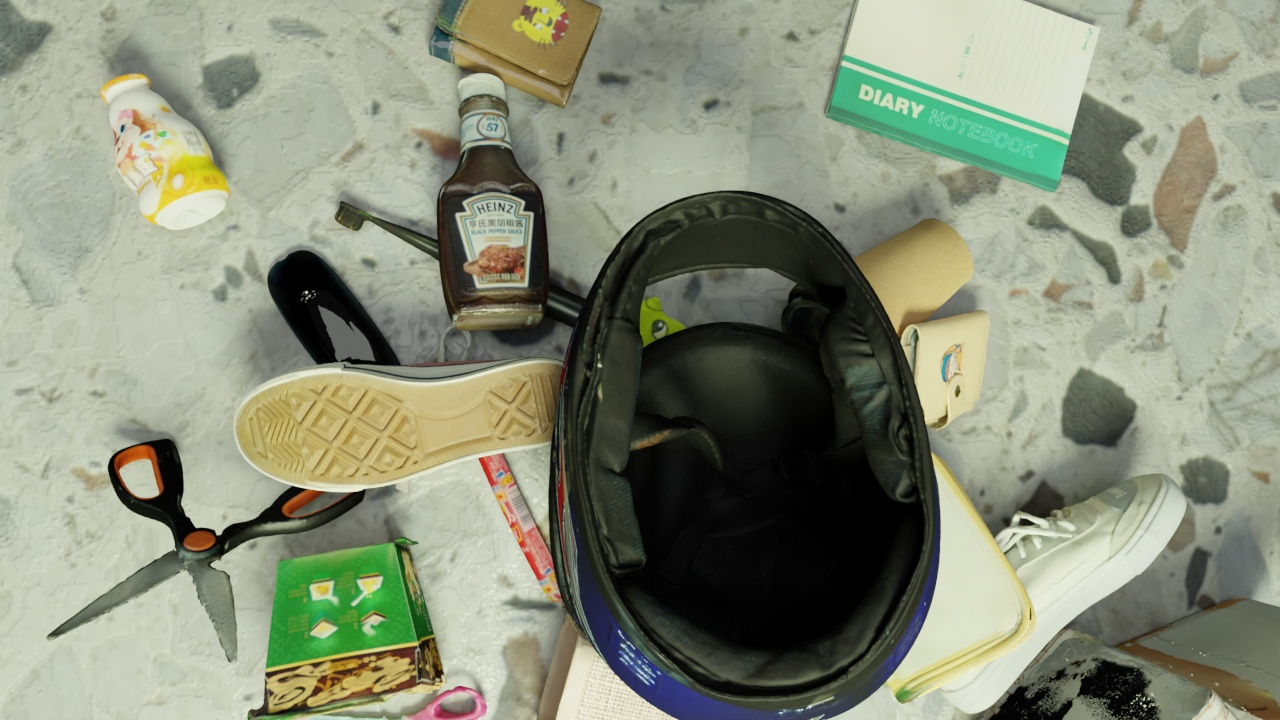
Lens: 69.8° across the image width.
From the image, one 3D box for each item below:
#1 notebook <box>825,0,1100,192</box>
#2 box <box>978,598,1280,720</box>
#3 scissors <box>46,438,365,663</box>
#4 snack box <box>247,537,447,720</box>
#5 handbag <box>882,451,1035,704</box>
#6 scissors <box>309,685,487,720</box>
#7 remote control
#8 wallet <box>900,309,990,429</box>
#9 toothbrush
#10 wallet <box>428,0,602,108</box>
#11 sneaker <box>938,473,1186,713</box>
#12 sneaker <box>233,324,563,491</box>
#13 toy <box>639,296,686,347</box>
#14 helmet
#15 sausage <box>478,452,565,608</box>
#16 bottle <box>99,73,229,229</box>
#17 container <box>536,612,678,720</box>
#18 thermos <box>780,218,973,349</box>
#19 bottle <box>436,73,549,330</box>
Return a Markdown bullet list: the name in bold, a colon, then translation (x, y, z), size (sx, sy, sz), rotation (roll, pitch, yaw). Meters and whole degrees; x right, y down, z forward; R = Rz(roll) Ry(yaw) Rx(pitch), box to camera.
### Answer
- **notebook**: translation (0.270, -0.241, 0.767), size (0.209, 0.012, 0.150), rotation (17, 86, -6)
- **box**: translation (0.397, 0.251, 0.670), size (0.259, 0.179, 0.110), rotation (-42, 92, -6)
- **scissors**: translation (-0.285, 0.114, 0.612), size (0.220, 0.235, 0.022), rotation (-17, 129, -42)
- **snack box**: translation (-0.204, 0.186, 0.644), size (0.117, 0.118, 0.105), rotation (-8, 75, -8)
- **handbag**: translation (0.180, 0.167, 0.686), size (0.179, 0.063, 0.163), rotation (-36, 60, 17)
- **scissors**: translation (-0.180, 0.265, 0.681), size (0.137, 0.017, 0.073), rotation (10, 95, -3)
- **remote control**: translation (-0.229, -0.023, 0.689), size (0.053, 0.024, 0.136), rotation (-37, 91, -7)
- **wallet**: translation (0.236, 0.009, 0.707), size (0.115, 0.024, 0.087), rotation (-12, 108, -46)
- **toothbrush**: translation (-0.132, -0.073, 0.702), size (0.212, 0.026, 0.027), rotation (23, 76, -4)
- **wallet**: translation (-0.097, -0.258, 0.716), size (0.115, 0.033, 0.090), rotation (22, 83, -8)
- **sneaker**: translation (0.305, 0.158, 0.714), size (0.242, 0.089, 0.091), rotation (-42, 88, -1)
- **sneaker**: translation (-0.159, 0.037, 0.661), size (0.241, 0.088, 0.118), rotation (-8, 95, -8)
- **toy**: translation (-0.004, 0.004, 0.710), size (0.100, 0.031, 0.096), rotation (-15, 93, -4)
- **helmet**: translation (0.061, 0.072, 0.603), size (0.247, 0.240, 0.315), rotation (-7, 80, -1)
- **sausage**: translation (-0.092, 0.120, 0.698), size (0.020, 0.020, 0.156), rotation (-26, 90, -8)
- **bottle**: translation (-0.347, -0.151, 0.664), size (0.063, 0.063, 0.108), rotation (-29, 90, -8)
- **container**: translation (-0.010, 0.247, 0.668), size (0.111, 0.090, 0.090), rotation (16, 85, -9)
- **thermos**: translation (0.184, -0.048, 0.711), size (0.143, 0.093, 0.093), rotation (-35, 91, -16)
- **bottle**: translation (-0.112, -0.120, 0.682), size (0.079, 0.044, 0.194), rotation (-2, 74, -15)
